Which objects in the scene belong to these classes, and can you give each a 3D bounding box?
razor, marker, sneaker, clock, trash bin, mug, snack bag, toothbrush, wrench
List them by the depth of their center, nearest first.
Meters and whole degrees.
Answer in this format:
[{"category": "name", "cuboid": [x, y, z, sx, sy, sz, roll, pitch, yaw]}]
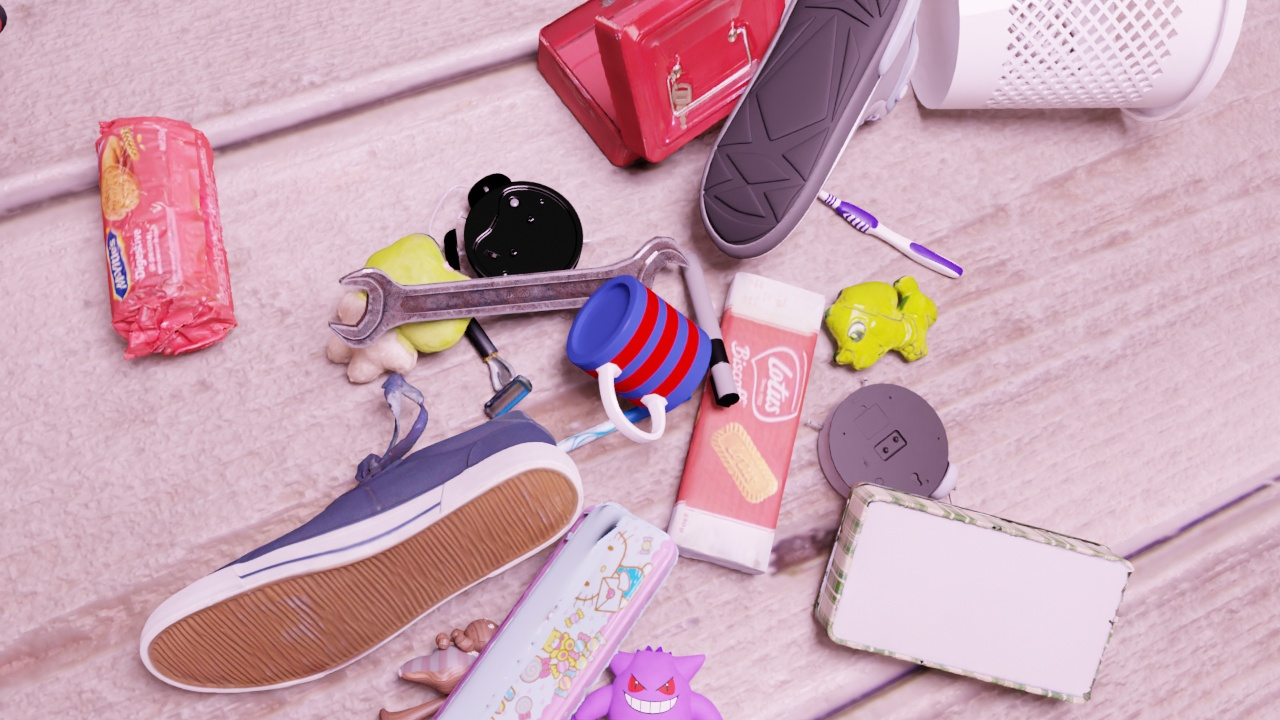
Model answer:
[{"category": "sneaker", "cuboid": [-0.191, 0.111, 0.622, 0.294, 0.121, 0.127, -27, 38, -9]}, {"category": "snack bag", "cuboid": [-0.335, -0.090, 0.650, 0.082, 0.082, 0.176, -10, 77, -11]}, {"category": "mug", "cuboid": [-0.004, 0.004, 0.654, 0.076, 0.075, 0.111, 35, 46, -30]}, {"category": "wrench", "cuboid": [-0.084, -0.048, 0.660, 0.272, 0.010, 0.070, -8, 112, -27]}, {"category": "marker", "cuboid": [-0.025, 0.051, 0.692, 0.141, 0.013, 0.013, -23, 80, -14]}, {"category": "razor", "cuboid": [-0.129, -0.025, 0.694, 0.043, 0.022, 0.144, -38, 77, 21]}, {"category": "snack bag", "cuboid": [0.082, 0.044, 0.696, 0.077, 0.041, 0.225, 16, 75, -2]}, {"category": "marker", "cuboid": [0.051, -0.027, 0.697, 0.016, 0.016, 0.140, -5, 54, -10]}, {"category": "clock", "cuboid": [-0.101, -0.094, 0.703, 0.120, 0.043, 0.091, 24, 73, -2]}, {"category": "clock", "cuboid": [0.192, 0.077, 0.706, 0.094, 0.035, 0.122, -34, 83, -16]}, {"category": "sneaker", "cuboid": [0.146, -0.186, 0.731, 0.093, 0.160, 0.257, 29, 95, 26]}, {"category": "trash bin", "cuboid": [0.338, -0.288, 0.759, 0.199, 0.195, 0.195, -7, 76, -1]}, {"category": "toothbrush", "cuboid": [0.187, -0.116, 0.768, 0.186, 0.015, 0.016, 30, 71, 0]}]

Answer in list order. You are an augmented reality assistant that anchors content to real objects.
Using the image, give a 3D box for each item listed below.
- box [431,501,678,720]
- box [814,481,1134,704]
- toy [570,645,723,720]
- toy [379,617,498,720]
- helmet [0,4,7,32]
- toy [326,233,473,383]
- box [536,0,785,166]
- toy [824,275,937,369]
[{"category": "box", "cuboid": [-0.050, 0.199, 0.588, 0.213, 0.093, 0.089, -53, 130, -17]}, {"category": "box", "cuboid": [0.238, 0.166, 0.663, 0.205, 0.050, 0.117, 13, 95, -4]}, {"category": "toy", "cuboid": [0.007, 0.239, 0.624, 0.106, 0.056, 0.088, 3, 70, 3]}, {"category": "toy", "cuboid": [-0.129, 0.211, 0.619, 0.101, 0.042, 0.055, -18, 100, -21]}, {"category": "helmet", "cuboid": [-0.583, -0.169, 0.573, 0.270, 0.198, 0.224, 14, 73, -13]}, {"category": "toy", "cuboid": [-0.177, -0.032, 0.670, 0.118, 0.043, 0.092, -45, 84, 5]}, {"category": "box", "cuboid": [0.012, -0.253, 0.735, 0.157, 0.152, 0.165, -36, 46, -18]}, {"category": "toy", "cuboid": [0.194, -0.030, 0.736, 0.093, 0.036, 0.094, 25, 74, -9]}]
